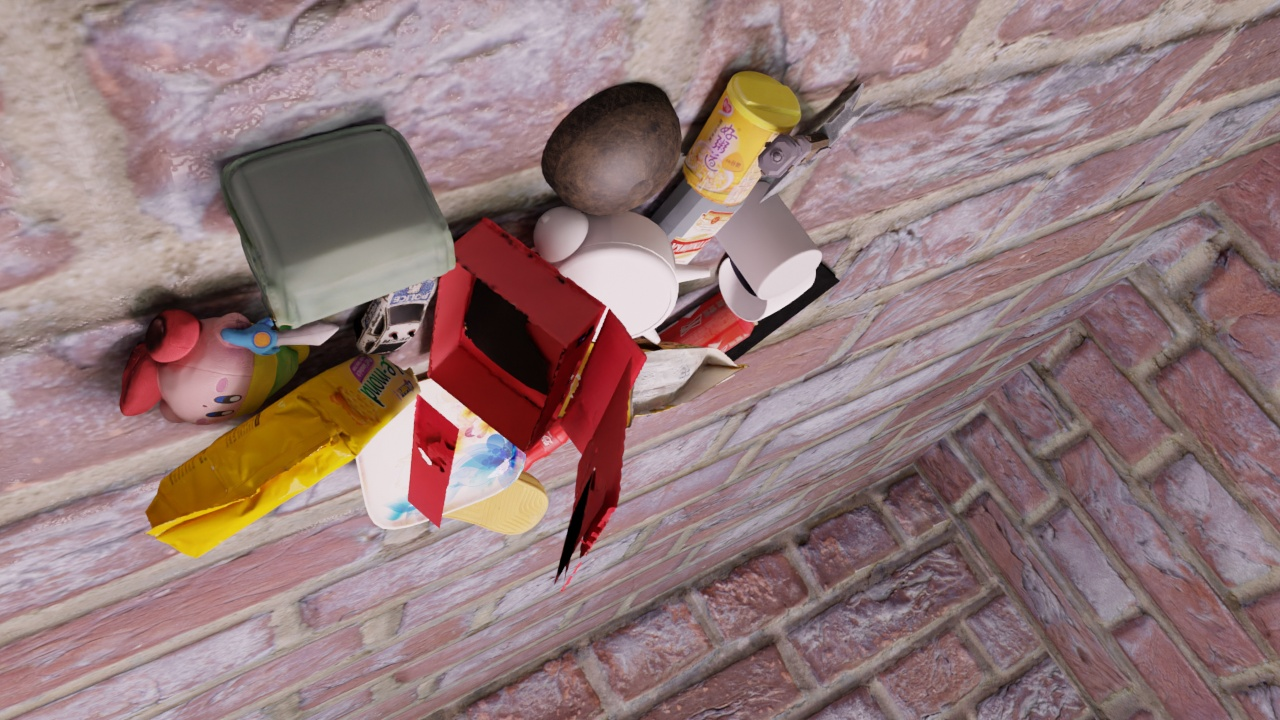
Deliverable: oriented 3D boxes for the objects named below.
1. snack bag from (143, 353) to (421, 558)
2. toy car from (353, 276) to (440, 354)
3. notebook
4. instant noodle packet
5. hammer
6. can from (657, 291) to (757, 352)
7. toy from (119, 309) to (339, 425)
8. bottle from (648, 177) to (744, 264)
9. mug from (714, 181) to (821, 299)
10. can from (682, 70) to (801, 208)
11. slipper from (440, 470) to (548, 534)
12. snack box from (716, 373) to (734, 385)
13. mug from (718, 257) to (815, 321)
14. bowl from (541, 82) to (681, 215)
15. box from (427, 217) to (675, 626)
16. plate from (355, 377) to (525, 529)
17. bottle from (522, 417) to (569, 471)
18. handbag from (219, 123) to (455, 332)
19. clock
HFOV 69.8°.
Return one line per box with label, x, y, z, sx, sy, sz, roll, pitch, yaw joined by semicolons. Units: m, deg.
snack bag;-0.280;0.063;0.750;0.160;0.068;0.247;-31;-171;5
toy car;-0.203;-0.041;0.772;0.048;0.040;0.113;-12;151;-44
notebook;0.158;-0.059;1.261;0.232;0.019;0.169;-38;159;16
instant noodle packet;-0.006;0.006;0.994;0.163;0.084;0.221;6;-170;37
hammer;0.134;-0.176;0.778;0.147;0.028;0.316;-44;179;22
can;0.061;-0.020;1.143;0.170;0.067;0.067;-34;159;6
toy;-0.304;-0.004;0.691;0.131;0.096;0.124;17;124;-40
bottle;0.028;-0.118;0.911;0.072;0.046;0.162;-5;146;-50
mug;0.127;-0.117;0.978;0.078;0.097;0.112;-22;157;-24
can;0.086;-0.192;0.799;0.067;0.067;0.105;-16;154;-36
slipper;-0.214;0.134;1.085;0.099;0.078;0.263;-49;137;6
snack box;0.065;0.036;1.232;0.082;0.026;0.149;-24;179;26
mug;0.150;-0.113;1.068;0.087;0.081;0.114;-26;128;-30
bowl;-0.014;-0.159;0.748;0.121;0.056;0.121;-27;159;-12
box;-0.066;0.050;0.787;0.123;0.315;0.212;-22;159;-27
plate;-0.212;0.089;0.986;0.186;0.016;0.187;-18;130;-26
bottle;-0.121;0.102;1.208;0.119;0.036;0.036;-36;159;9
handbag;-0.197;-0.084;0.597;0.121;0.106;0.067;-23;160;-22
clock;-0.033;-0.082;0.842;0.160;0.072;0.126;14;138;-23
